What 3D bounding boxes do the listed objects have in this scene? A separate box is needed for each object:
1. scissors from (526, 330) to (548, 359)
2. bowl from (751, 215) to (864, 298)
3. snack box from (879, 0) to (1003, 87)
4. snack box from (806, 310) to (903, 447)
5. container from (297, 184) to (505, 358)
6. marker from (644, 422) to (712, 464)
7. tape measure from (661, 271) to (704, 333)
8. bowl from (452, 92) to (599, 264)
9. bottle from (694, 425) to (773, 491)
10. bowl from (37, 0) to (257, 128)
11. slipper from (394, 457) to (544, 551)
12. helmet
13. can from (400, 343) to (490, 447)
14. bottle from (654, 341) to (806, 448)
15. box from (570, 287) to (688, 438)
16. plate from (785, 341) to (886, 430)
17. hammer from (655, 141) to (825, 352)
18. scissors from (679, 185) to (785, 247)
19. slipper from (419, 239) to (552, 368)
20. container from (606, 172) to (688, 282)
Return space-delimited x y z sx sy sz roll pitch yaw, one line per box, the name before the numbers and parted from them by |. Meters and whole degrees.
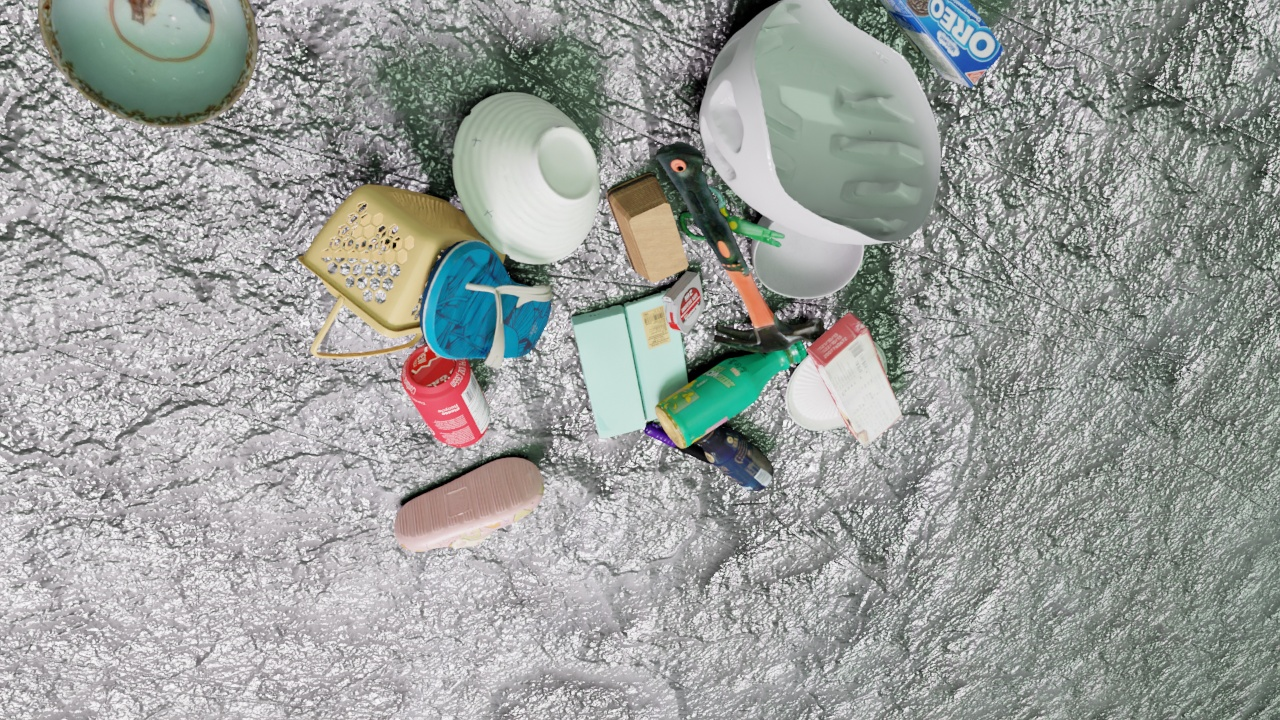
scissors | -0.173 -0.033 1.083 0.104 0.015 0.133 -39 131 2
bowl | 0.199 -0.144 1.107 0.132 0.064 0.132 2 133 2
snack box | 0.308 -0.392 1.001 0.226 0.059 0.059 34 101 -34
snack box | 0.287 0.031 1.215 0.076 0.044 0.273 -41 144 1
container | -0.241 -0.075 0.911 0.129 0.183 0.167 36 104 12
marker | 0.058 0.116 1.262 0.134 0.015 0.018 28 100 -33
tape measure | 0.052 -0.069 1.119 0.060 0.020 0.062 -49 139 -35
bowl | -0.092 -0.189 0.914 0.177 0.071 0.177 5 83 -41
bottle | 0.122 0.126 1.267 0.056 0.056 0.160 -43 126 9
bowl | -0.407 -0.289 0.775 0.159 0.094 0.160 -10 124 -15
slipper | -0.212 0.199 1.173 0.197 0.093 0.082 -21 137 -6
helmet | 0.196 -0.240 0.962 0.282 0.184 0.224 18 79 -14
can | -0.219 0.041 1.047 0.074 0.074 0.143 -21 150 -7
bottle | 0.121 0.032 1.192 0.209 0.068 0.068 -32 127 -10
box | -0.007 0.007 1.163 0.136 0.033 0.187 -16 126 -4
plate | 0.274 0.031 1.289 0.156 0.014 0.157 -10 125 -15
hammer | 0.104 -0.120 1.063 0.133 0.033 0.333 -9 138 25
scissors | 0.109 -0.164 1.061 0.130 0.014 0.071 15 117 12
slipper | -0.141 -0.042 0.947 0.118 0.060 0.294 -59 166 2
container | 0.012 -0.145 1.046 0.063 0.061 0.114 -25 127 -4
